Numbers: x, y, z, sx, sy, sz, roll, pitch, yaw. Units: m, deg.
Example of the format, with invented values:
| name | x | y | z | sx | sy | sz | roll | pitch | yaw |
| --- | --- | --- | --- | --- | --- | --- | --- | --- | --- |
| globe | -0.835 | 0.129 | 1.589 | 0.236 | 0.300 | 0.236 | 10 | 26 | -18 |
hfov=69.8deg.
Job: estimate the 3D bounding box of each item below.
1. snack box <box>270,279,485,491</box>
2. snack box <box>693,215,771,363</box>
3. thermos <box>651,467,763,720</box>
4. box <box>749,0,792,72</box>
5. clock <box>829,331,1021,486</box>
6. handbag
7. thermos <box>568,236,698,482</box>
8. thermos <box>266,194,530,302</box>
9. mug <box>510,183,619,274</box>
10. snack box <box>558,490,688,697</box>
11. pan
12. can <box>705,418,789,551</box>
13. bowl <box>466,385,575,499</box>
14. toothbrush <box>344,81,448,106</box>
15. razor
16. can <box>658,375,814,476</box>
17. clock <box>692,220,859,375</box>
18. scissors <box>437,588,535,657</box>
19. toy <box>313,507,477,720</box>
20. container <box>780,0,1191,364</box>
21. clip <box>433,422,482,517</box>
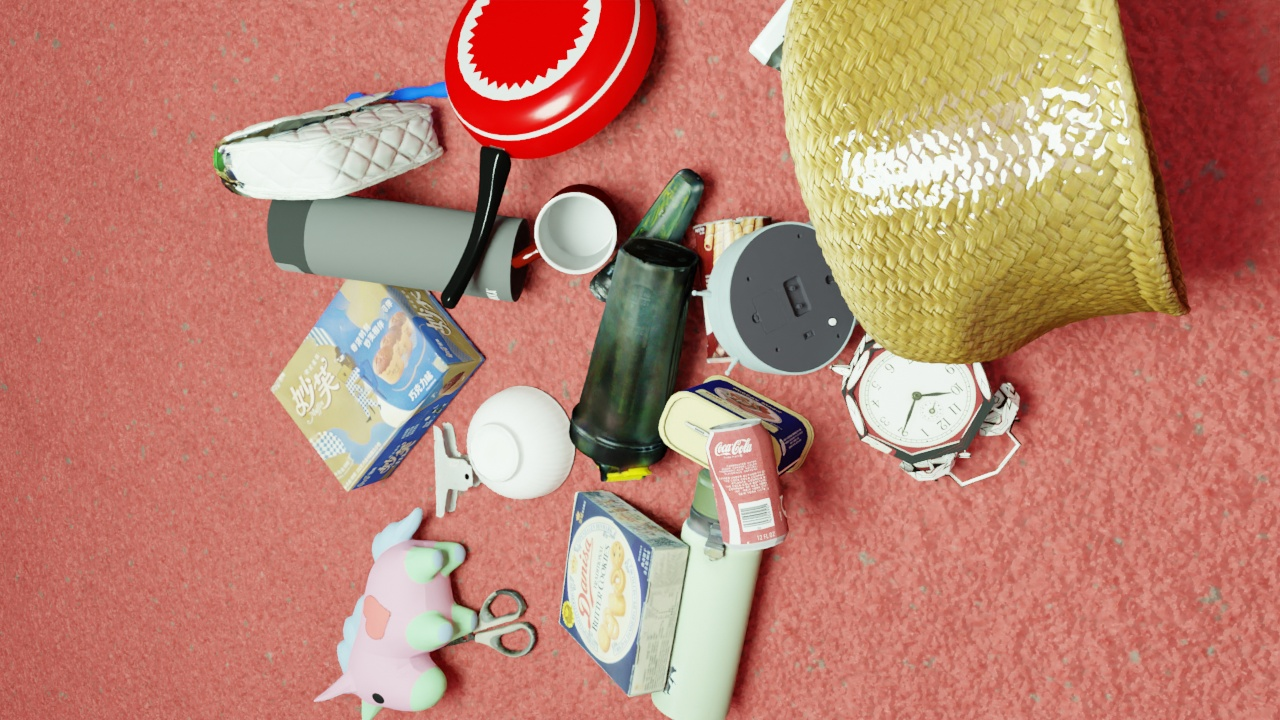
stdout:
| name | x | y | z | sx | sy | sz | roll | pitch | yaw |
| --- | --- | --- | --- | --- | --- | --- | --- | --- | --- |
| snack box | -0.288 | 0.015 | 0.994 | 0.155 | 0.069 | 0.203 | 49 | 114 | 14 |
| snack box | 0.087 | -0.061 | 0.801 | 0.072 | 0.072 | 0.121 | -5 | 94 | 26 |
| thermos | 0.065 | 0.212 | 0.840 | 0.082 | 0.082 | 0.231 | 15 | 103 | 23 |
| box | 0.165 | -0.303 | 0.697 | 0.041 | 0.134 | 0.197 | 45 | 113 | 6 |
| clock | 0.236 | 0.033 | 0.743 | 0.154 | 0.065 | 0.115 | 46 | 113 | -3 |
| handbag | -0.298 | -0.215 | 0.899 | 0.139 | 0.194 | 0.072 | 6 | 117 | 25 |
| thermos | -0.005 | 0.005 | 0.823 | 0.098 | 0.097 | 0.221 | 24 | 118 | 21 |
| thermos | -0.235 | -0.114 | 0.901 | 0.240 | 0.082 | 0.082 | 8 | 100 | 4 |
| mug | -0.071 | -0.115 | 0.847 | 0.106 | 0.082 | 0.073 | -27 | 104 | 8 |
| snack box | -0.020 | 0.214 | 0.867 | 0.145 | 0.042 | 0.144 | 23 | 108 | 55 |
| pan | -0.116 | -0.218 | 0.829 | 0.209 | 0.067 | 0.356 | 20 | 83 | 29 |
| can | 0.084 | 0.098 | 0.728 | 0.054 | 0.054 | 0.096 | -10 | 92 | 26 |
| bowl | -0.132 | 0.088 | 0.931 | 0.118 | 0.062 | 0.118 | 3 | 98 | 25 |
| toothbrush | -0.235 | -0.280 | 0.964 | 0.183 | 0.018 | 0.016 | 1 | 92 | 23 |
| razor | 0.007 | -0.106 | 0.834 | 0.054 | 0.067 | 0.152 | 43 | 119 | 16 |
| can | 0.083 | 0.062 | 0.807 | 0.116 | 0.092 | 0.057 | 28 | 107 | 20 |
| clock | 0.125 | -0.055 | 0.755 | 0.045 | 0.159 | 0.122 | -3 | 112 | 66 |
| scissors | -0.187 | 0.290 | 1.013 | 0.171 | 0.012 | 0.121 | 8 | 100 | 29 |
| toy | -0.266 | 0.278 | 1.000 | 0.171 | 0.120 | 0.222 | -14 | 83 | 24 |
| container | 0.222 | -0.152 | 0.603 | 0.197 | 0.306 | 0.307 | -12 | 91 | 30 |
| clip | -0.200 | 0.121 | 0.981 | 0.059 | 0.050 | 0.102 | 5 | 100 | 38 |
